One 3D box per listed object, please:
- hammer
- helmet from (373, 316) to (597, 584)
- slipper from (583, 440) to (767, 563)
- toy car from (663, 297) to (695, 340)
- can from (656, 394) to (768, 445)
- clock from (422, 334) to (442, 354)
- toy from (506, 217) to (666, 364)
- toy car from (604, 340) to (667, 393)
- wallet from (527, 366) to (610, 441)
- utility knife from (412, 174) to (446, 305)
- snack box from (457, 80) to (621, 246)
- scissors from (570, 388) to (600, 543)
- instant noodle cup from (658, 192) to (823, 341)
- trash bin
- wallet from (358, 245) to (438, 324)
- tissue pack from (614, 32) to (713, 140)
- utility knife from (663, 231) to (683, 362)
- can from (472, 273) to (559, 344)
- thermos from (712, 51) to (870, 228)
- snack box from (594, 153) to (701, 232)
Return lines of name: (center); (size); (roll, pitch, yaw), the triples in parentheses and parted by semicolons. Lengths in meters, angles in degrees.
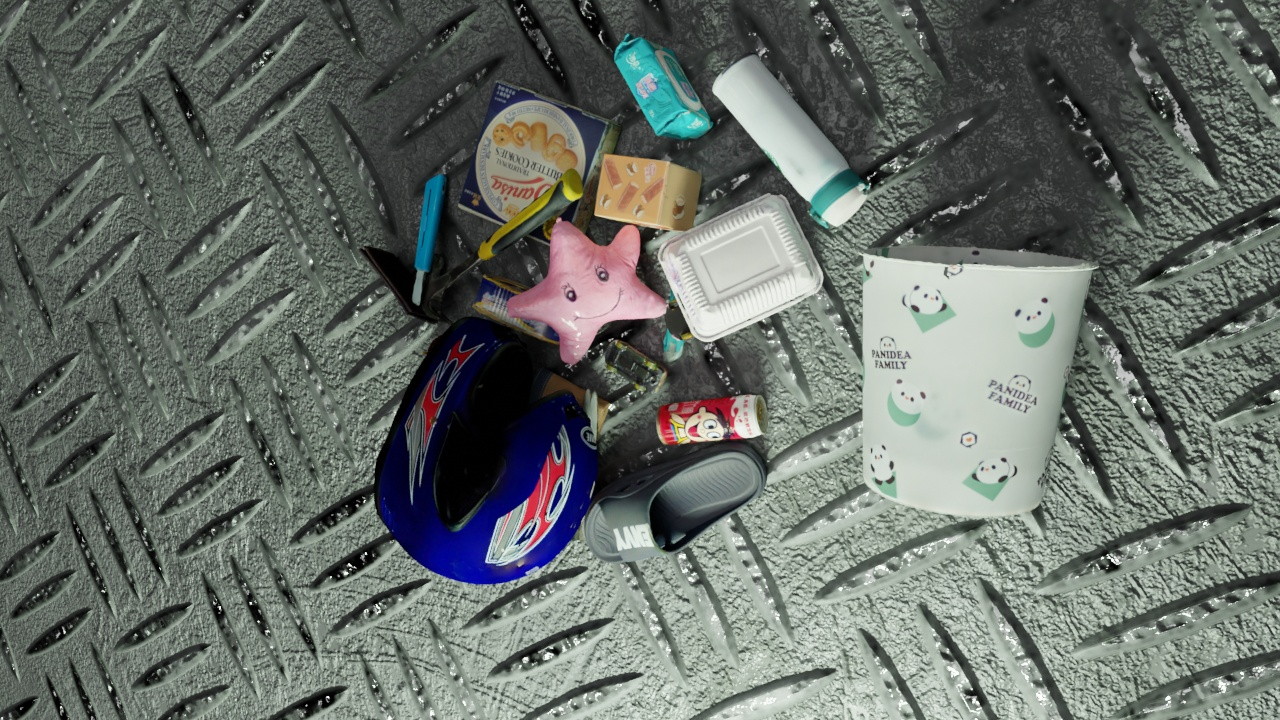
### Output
hammer: (-0.191, -0.149, 1.204); (0.324, 0.032, 0.126); (-29, 55, 37)
helmet: (-0.171, 0.124, 1.147); (0.240, 0.247, 0.315); (20, 85, 12)
slipper: (0.033, 0.188, 1.166); (0.269, 0.083, 0.110); (-28, 98, 20)
toy car: (0.088, -0.065, 1.152); (0.123, 0.037, 0.056); (-20, 82, 21)
can: (0.090, 0.075, 1.156); (0.133, 0.053, 0.053); (-8, 92, 24)
clock: (-0.246, -0.007, 1.295); (0.122, 0.055, 0.082); (-22, 86, 22)
toy: (-0.076, -0.095, 1.156); (0.194, 0.074, 0.178); (-27, 110, -6)
toy car: (-0.007, 0.007, 1.203); (0.090, 0.035, 0.042); (32, 105, 24)
wallet: (-0.104, 0.071, 1.254); (0.115, 0.033, 0.090); (27, 108, 18)
utility knife: (-0.300, -0.169, 1.290); (0.034, 0.018, 0.194); (-4, 73, 32)
snack box: (-0.138, -0.259, 1.230); (0.178, 0.045, 0.183); (25, 104, 20)
scissors: (-0.087, 0.144, 1.237); (0.143, 0.021, 0.235); (-9, 101, 29)
instant noodle cup: (0.119, -0.115, 1.094); (0.173, 0.060, 0.138); (-25, 84, 5)
trash bin: (0.336, 0.014, 0.959); (0.230, 0.229, 0.252); (7, 102, 23)
wallet: (-0.342, -0.107, 1.307); (0.020, 0.096, 0.122); (-39, 79, 8)
tissue pack: (0.028, -0.334, 1.124); (0.050, 0.093, 0.133); (-32, 82, 27)
utility knife: (0.050, -0.106, 1.179); (0.029, 0.013, 0.223); (9, 98, 25)
can: (-0.157, -0.070, 1.240); (0.148, 0.074, 0.049); (24, 101, 21)
thermos: (0.177, -0.256, 1.081); (0.073, 0.073, 0.224); (-41, 79, 21)
snack box: (0.010, -0.206, 1.138); (0.094, 0.092, 0.077); (13, 97, 28)
